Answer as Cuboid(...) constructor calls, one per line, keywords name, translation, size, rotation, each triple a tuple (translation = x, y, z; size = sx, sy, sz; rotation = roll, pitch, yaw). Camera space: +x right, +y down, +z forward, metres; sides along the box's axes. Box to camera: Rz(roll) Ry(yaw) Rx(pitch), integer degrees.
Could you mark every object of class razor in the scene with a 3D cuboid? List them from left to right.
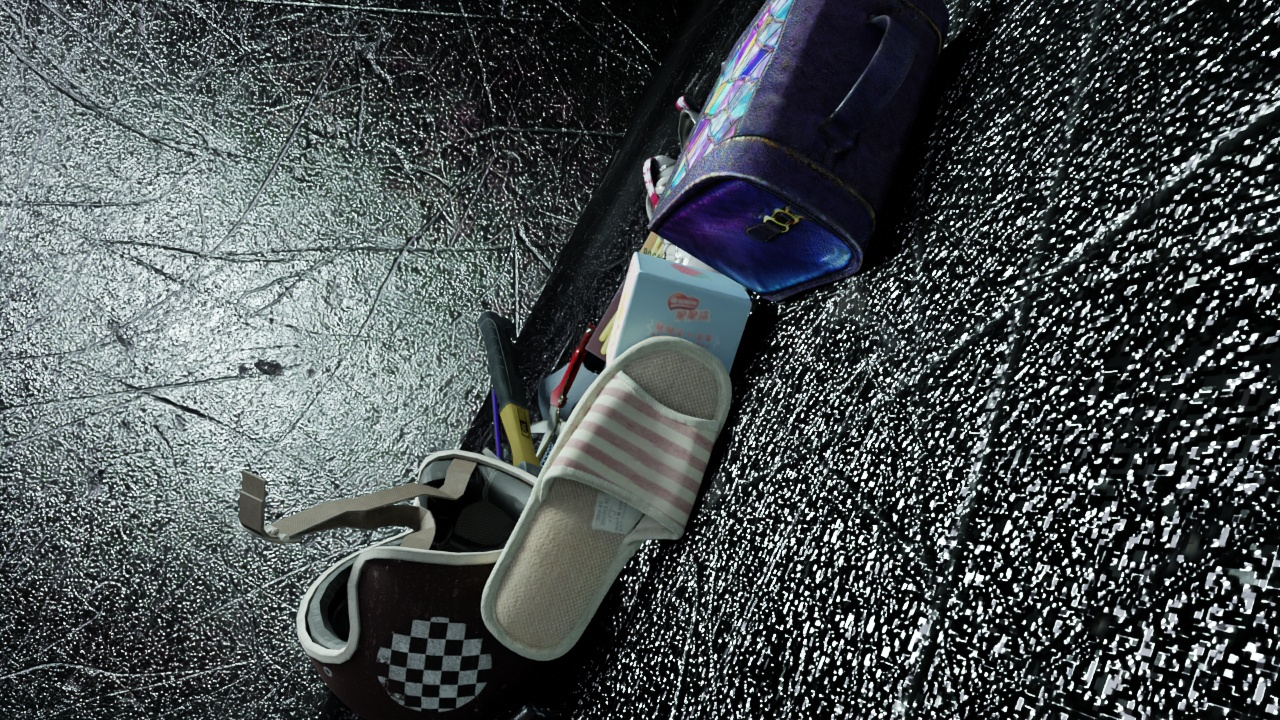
Cuboid(name="razor", translation=(-0.109, 0.317, 0.689), size=(0.141, 0.053, 0.063), rotation=(-54, 47, 13))

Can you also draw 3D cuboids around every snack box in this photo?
Cuboid(name="snack box", translation=(0.017, -0.081, 1.000), size=(0.186, 0.032, 0.101), rotation=(-60, -19, 7))
Cuboid(name="snack box", translation=(0.028, -0.026, 0.739), size=(0.079, 0.093, 0.095), rotation=(-96, 21, -71))

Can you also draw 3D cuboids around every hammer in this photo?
Cuboid(name="hammer", translation=(-0.149, 0.044, 1.057), size=(0.025, 0.117, 0.332), rotation=(-50, 35, 20))

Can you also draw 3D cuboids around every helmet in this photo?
Cuboid(name="helmet", translation=(-0.173, 0.184, 0.769), size=(0.233, 0.234, 0.254), rotation=(-80, 0, -72))

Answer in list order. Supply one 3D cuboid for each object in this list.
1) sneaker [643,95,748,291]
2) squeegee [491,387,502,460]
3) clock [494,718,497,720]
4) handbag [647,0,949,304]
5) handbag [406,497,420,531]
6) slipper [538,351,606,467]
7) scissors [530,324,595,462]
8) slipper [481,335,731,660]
Cuboid(name="sneaker", translation=(0.047, -0.121, 0.844), size=(0.262, 0.128, 0.097), rotation=(-67, 12, -16))
Cuboid(name="squeegee", translation=(-0.139, 0.181, 1.073), size=(0.184, 0.055, 0.250), rotation=(-122, 29, -61))
Cuboid(name="clock", translation=(-0.182, 0.332, 0.863), size=(0.126, 0.089, 0.051), rotation=(136, 154, -61))
Cuboid(name="handbag", translation=(0.117, -0.163, 0.649), size=(0.204, 0.125, 0.222), rotation=(-66, 13, -20))
Cuboid(name="handbag", translation=(-0.179, 0.219, 0.930), size=(0.073, 0.138, 0.194), rotation=(151, 132, -67))
Cuboid(name="slipper", translation=(-0.100, 0.069, 1.146), size=(0.264, 0.082, 0.101), rotation=(-58, 14, 19))
Cuboid(name="scissors", translation=(-0.076, 0.059, 1.047), size=(0.179, 0.015, 0.200), rotation=(33, 107, 49))
Cuboid(name="slipper", translation=(-0.022, 0.100, 0.668), size=(0.262, 0.115, 0.052), rotation=(-57, 0, -5))
